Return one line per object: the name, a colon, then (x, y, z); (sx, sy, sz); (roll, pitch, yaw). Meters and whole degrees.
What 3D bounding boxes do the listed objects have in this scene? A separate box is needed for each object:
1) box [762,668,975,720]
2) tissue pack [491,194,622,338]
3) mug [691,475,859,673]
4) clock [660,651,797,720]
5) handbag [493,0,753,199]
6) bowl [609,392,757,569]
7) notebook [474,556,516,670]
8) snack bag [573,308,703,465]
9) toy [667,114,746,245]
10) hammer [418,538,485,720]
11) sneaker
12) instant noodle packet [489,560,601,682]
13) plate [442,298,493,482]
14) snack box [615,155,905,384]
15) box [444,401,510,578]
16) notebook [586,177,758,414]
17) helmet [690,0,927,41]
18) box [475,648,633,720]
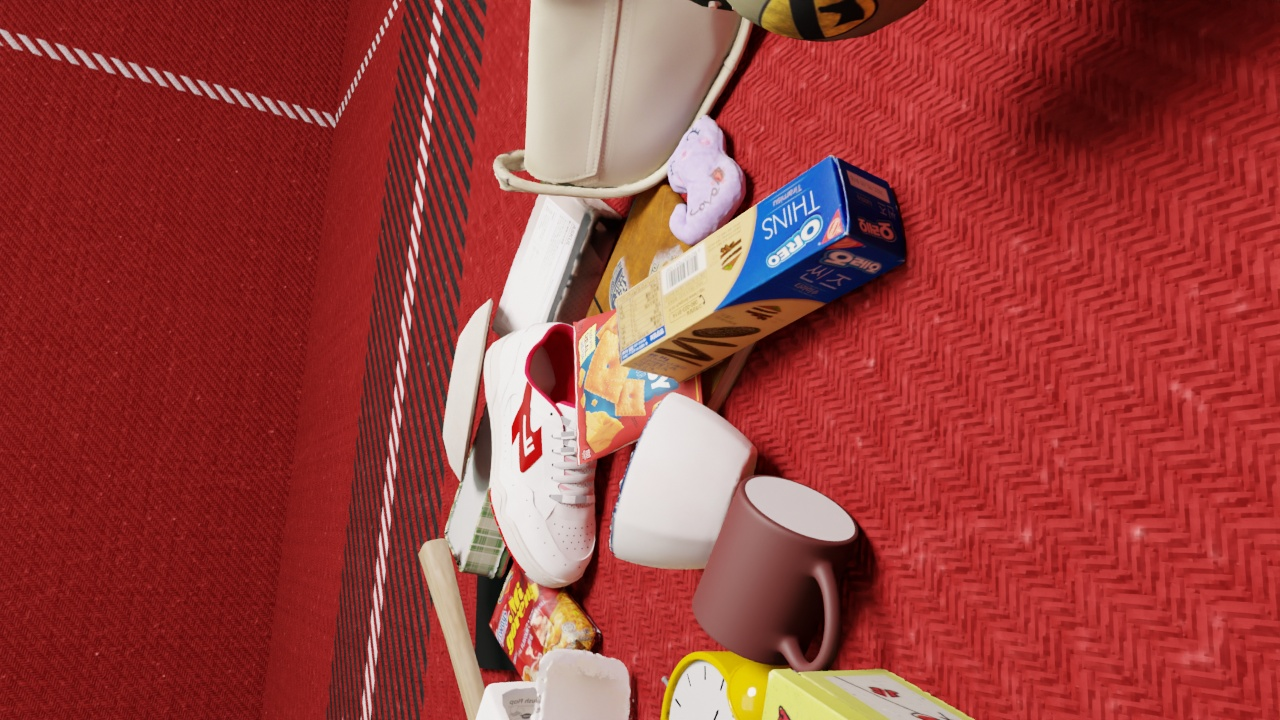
box: (0.106, 0.272, 0.430); (0.124, 0.082, 0.221); (16, 95, 62)
tissue pack: (-0.081, -0.087, 0.919); (0.104, 0.071, 0.182); (44, 125, 39)
mug: (0.083, 0.127, 0.521); (0.105, 0.073, 0.083); (51, 126, 57)
clock: (0.059, 0.236, 0.562); (0.152, 0.052, 0.113); (151, 123, -60)
handbag: (-0.024, -0.250, 0.742); (0.230, 0.184, 0.131); (102, 160, -43)
bowl: (0.032, 0.085, 0.600); (0.116, 0.066, 0.116); (20, -91, -75)
notebook: (-0.131, 0.244, 0.954); (0.207, 0.016, 0.149); (-28, 59, 57)
snack bag: (-0.004, 0.004, 0.722); (0.144, 0.039, 0.130); (-25, 59, 43)
toy: (0.045, -0.138, 0.710); (0.080, 0.036, 0.099); (-52, 39, 29)
hammer: (-0.156, 0.321, 0.866); (0.118, 0.051, 0.322); (-56, 49, 47)
sneaker: (-0.071, 0.077, 0.816); (0.105, 0.090, 0.236); (-26, 65, 43)
instant noodle packet: (-0.089, 0.246, 0.830); (0.135, 0.039, 0.099); (43, 120, 45)
plate: (-0.179, 0.028, 0.935); (0.189, 0.027, 0.188); (-172, 91, -81)
snack box: (0.067, -0.049, 0.589); (0.207, 0.056, 0.057); (-30, 55, 44)
box: (-0.148, 0.115, 0.968); (0.118, 0.050, 0.205); (27, 99, 67)
notebook: (0.013, -0.034, 0.765); (0.179, 0.014, 0.249); (-65, 32, 28)
helmet: (0.115, -0.258, 0.359); (0.233, 0.255, 0.250); (178, 98, -65)
box: (-0.060, 0.270, 0.716); (0.103, 0.110, 0.130); (36, 115, 59)
